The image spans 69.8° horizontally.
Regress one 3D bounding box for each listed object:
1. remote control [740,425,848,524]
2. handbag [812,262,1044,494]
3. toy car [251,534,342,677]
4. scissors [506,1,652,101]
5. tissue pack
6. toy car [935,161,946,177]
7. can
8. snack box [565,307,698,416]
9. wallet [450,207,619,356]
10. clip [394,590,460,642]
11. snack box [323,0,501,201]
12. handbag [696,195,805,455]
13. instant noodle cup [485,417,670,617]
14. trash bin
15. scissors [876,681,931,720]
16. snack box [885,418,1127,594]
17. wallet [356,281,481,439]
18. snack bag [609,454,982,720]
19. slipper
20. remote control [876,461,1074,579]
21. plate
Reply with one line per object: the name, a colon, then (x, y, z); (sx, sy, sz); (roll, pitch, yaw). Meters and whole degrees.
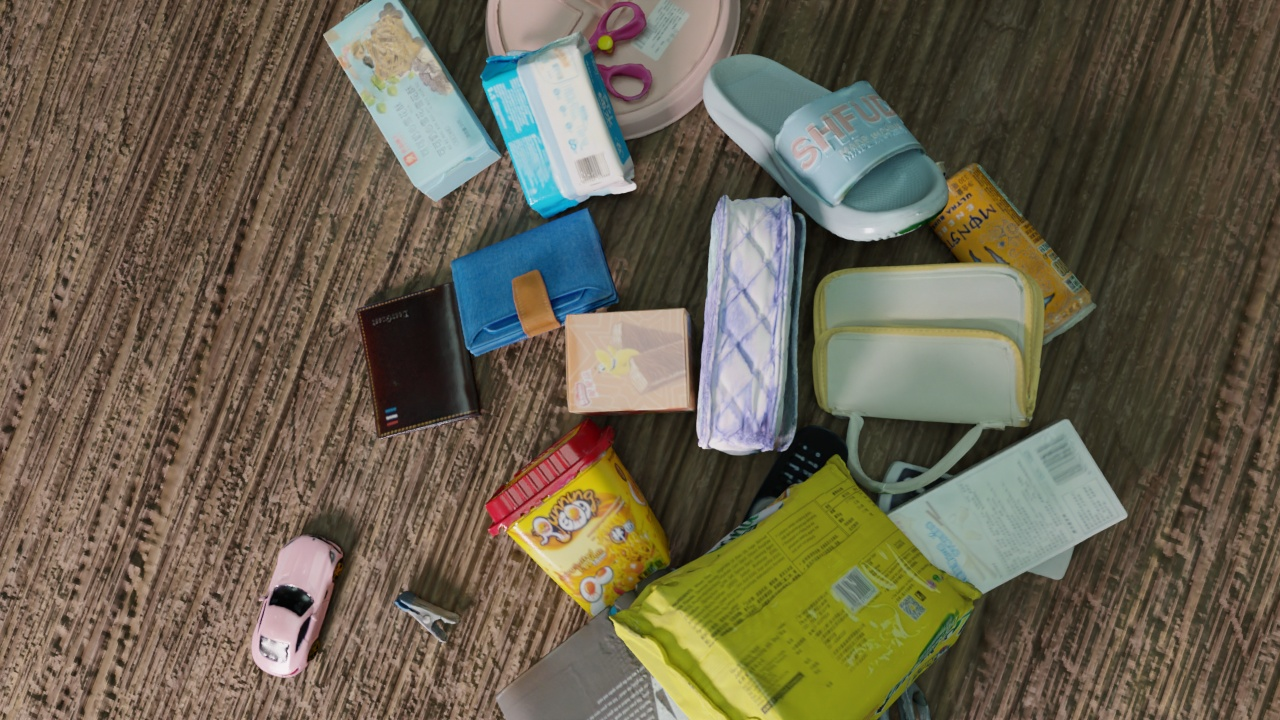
remote control: (0.120, 0.113, 0.737); (0.053, 0.024, 0.136); (30, 103, 10)
handbag: (0.211, 0.016, 0.696); (0.164, 0.063, 0.178); (2, 90, 32)
toy car: (-0.298, 0.211, 0.791); (0.056, 0.037, 0.122); (15, 86, 8)
scissors: (-0.050, -0.246, 0.781); (0.136, 0.017, 0.105); (-25, 88, 10)
tissue pack: (-0.066, -0.194, 0.759); (0.090, 0.063, 0.140); (-15, 111, 16)
toy car: (0.204, -0.137, 0.746); (0.090, 0.042, 0.035); (-22, 93, 7)
can: (0.285, -0.083, 0.719); (0.058, 0.058, 0.146); (-37, 80, 3)
snack box: (-0.004, 0.004, 0.737); (0.094, 0.092, 0.077); (-3, 85, 8)
wallet: (-0.091, -0.066, 0.773); (0.133, 0.040, 0.106); (-21, 58, 6)
clip: (-0.182, 0.214, 0.780); (0.057, 0.024, 0.029); (34, 94, 6)
snack box: (-0.201, -0.233, 0.809); (0.074, 0.051, 0.175); (-33, 81, 3)
handbag: (0.086, -0.023, 0.705); (0.075, 0.134, 0.194); (5, 86, 5)
instant noodle cup: (-0.043, 0.126, 0.729); (0.116, 0.116, 0.123); (-38, 92, 3)
trash bin: (0.029, 0.283, 0.663); (0.199, 0.198, 0.219); (-38, 75, 3)
scissors: (0.188, 0.227, 0.703); (0.014, 0.159, 0.173); (-19, 113, 41)
snack box: (0.274, 0.118, 0.696); (0.157, 0.027, 0.084); (-30, 82, 4)
wallet: (-0.195, 0.000, 0.805); (0.096, 0.020, 0.122); (-13, 81, 7)
snack bag: (0.115, 0.167, 0.608); (0.158, 0.245, 0.068); (46, 137, 20)
slipper: (0.139, -0.181, 0.702); (0.103, 0.074, 0.245); (-25, 53, -23)
remote control: (0.263, 0.125, 0.722); (0.150, 0.021, 0.058); (14, 87, 9)
plate: (-0.028, -0.306, 0.803); (0.229, 0.028, 0.229); (-1, 85, 8)
